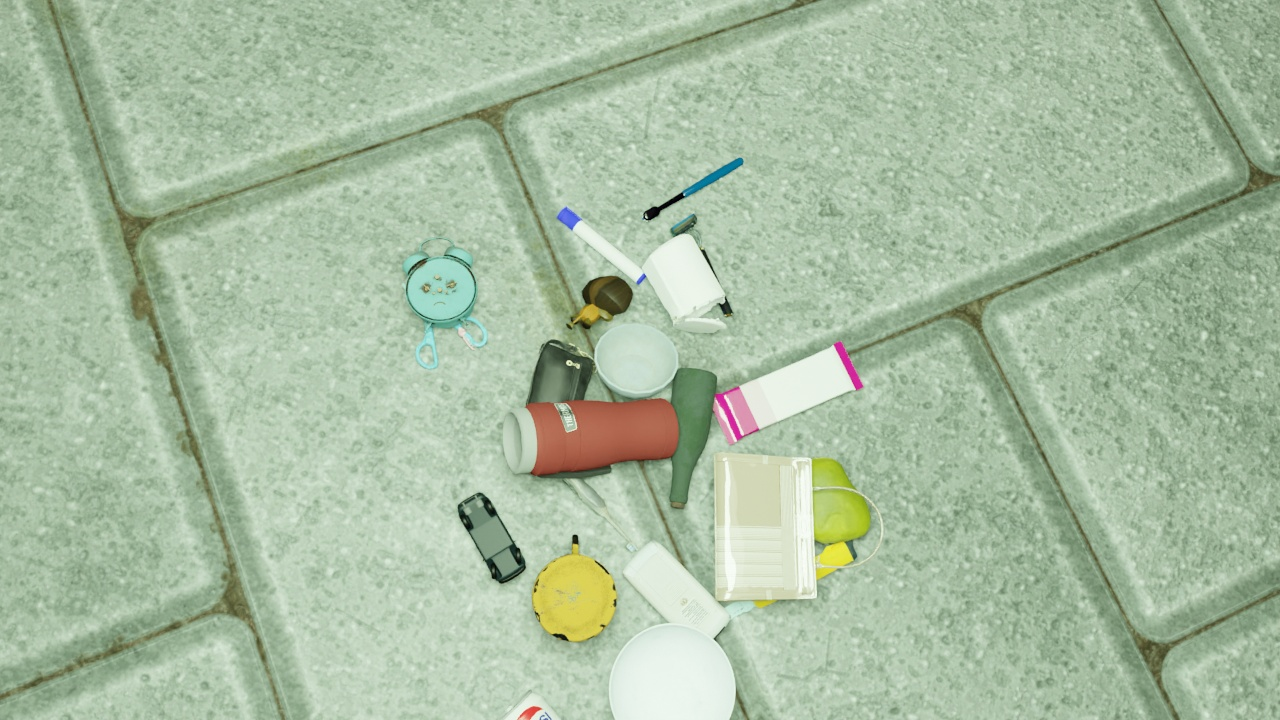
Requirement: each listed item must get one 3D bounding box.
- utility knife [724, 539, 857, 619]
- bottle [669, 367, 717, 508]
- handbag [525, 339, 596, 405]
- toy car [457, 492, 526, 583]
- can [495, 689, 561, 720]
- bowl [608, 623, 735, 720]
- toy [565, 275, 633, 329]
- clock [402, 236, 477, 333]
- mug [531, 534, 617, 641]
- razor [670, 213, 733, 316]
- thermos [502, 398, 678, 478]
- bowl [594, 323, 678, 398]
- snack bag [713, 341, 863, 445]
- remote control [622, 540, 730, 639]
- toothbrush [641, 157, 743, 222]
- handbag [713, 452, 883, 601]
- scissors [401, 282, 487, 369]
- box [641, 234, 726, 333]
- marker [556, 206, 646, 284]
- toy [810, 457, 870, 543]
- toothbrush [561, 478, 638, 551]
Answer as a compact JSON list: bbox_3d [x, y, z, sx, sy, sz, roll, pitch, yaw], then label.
[{"bbox_3d":[0.168,0.280,1.135,0.223,0.019,0.030,-25,75,-9],"label":"utility knife"},{"bbox_3d":[0.058,0.099,1.151,0.055,0.055,0.174,9,77,-3],"label":"bottle"},{"bbox_3d":[-0.100,0.038,1.152,0.079,0.054,0.128,12,74,-6],"label":"handbag"},{"bbox_3d":[-0.181,0.215,1.112,0.046,0.034,0.112,-30,80,-11],"label":"toy car"},{"bbox_3d":[-0.106,0.448,1.046,0.070,0.070,0.132,-40,83,-12],"label":"can"},{"bbox_3d":[0.033,0.380,1.071,0.144,0.074,0.143,1,77,-5],"label":"bowl"},{"bbox_3d":[-0.056,-0.069,1.177,0.076,0.063,0.099,23,55,37],"label":"toy"},{"bbox_3d":[-0.253,-0.098,1.163,0.090,0.053,0.124,-7,72,-8],"label":"clock"},{"bbox_3d":[-0.078,0.266,1.078,0.100,0.094,0.123,1,77,-5],"label":"mug"},{"bbox_3d":[0.089,-0.123,1.224,0.043,0.022,0.144,-29,84,32],"label":"razor"},{"bbox_3d":[-0.062,0.098,1.105,0.198,0.108,0.084,-3,41,-27],"label":"thermos"},{"bbox_3d":[-0.007,0.007,1.165,0.106,0.039,0.106,3,56,-5],"label":"bowl"},{"bbox_3d":[0.190,0.041,1.194,0.196,0.016,0.070,-23,79,-9],"label":"snack bag"},{"bbox_3d":[0.044,0.285,1.117,0.060,0.025,0.138,-44,82,-9],"label":"remote control"},{"bbox_3d":[0.073,-0.234,1.249,0.167,0.014,0.014,-32,93,-14],"label":"toothbrush"},{"bbox_3d":[0.190,0.200,1.103,0.198,0.062,0.175,-3,74,12],"label":"handbag"},{"bbox_3d":[-0.271,-0.045,1.181,0.141,0.015,0.111,38,76,11],"label":"scissors"},{"bbox_3d":[0.060,-0.087,1.184,0.089,0.080,0.143,-27,81,-26],"label":"box"},{"bbox_3d":[-0.051,-0.153,1.218,0.141,0.020,0.020,40,77,5],"label":"marker"},{"bbox_3d":[0.239,0.173,1.149,0.090,0.051,0.110,-10,77,-4],"label":"toy"},{"bbox_3d":[-0.067,0.167,1.141,0.024,0.022,0.185,-44,85,-10],"label":"toothbrush"}]
